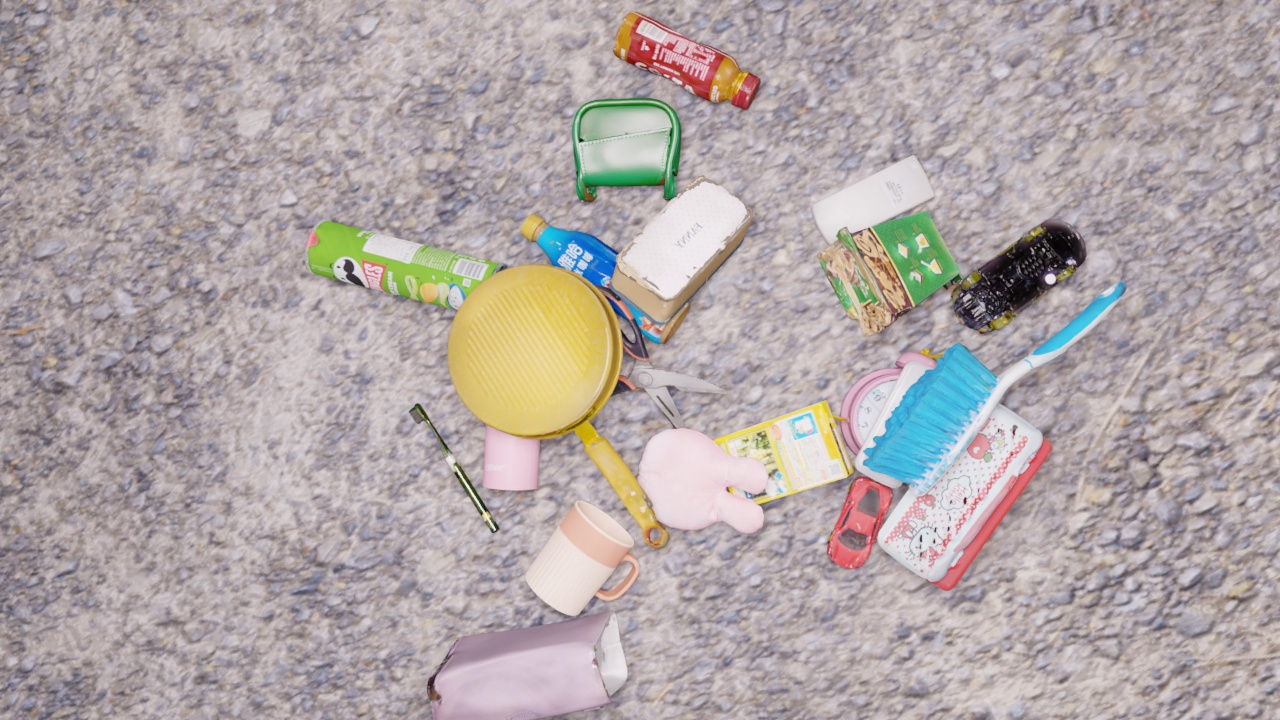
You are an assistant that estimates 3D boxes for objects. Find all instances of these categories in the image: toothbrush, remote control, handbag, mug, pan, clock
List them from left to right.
[{"bbox_3d":[-0.228,0.132,1.121,0.017,0.012,0.186,-35,84,10],"label":"toothbrush"},{"bbox_3d":[-0.122,0.354,1.031,0.197,0.145,0.098,-13,83,7],"label":"handbag"},{"bbox_3d":[-0.074,0.057,1.024,0.198,0.078,0.357,-34,80,8],"label":"pan"},{"bbox_3d":[-0.060,0.237,1.067,0.114,0.081,0.106,35,94,-22],"label":"mug"},{"bbox_3d":[-0.017,-0.248,1.086,0.131,0.068,0.120,1,95,6],"label":"handbag"},{"bbox_3d":[0.268,-0.184,1.065,0.135,0.019,0.056,-27,85,6],"label":"remote control"},{"bbox_3d":[0.284,0.069,0.992,0.056,0.020,0.136,27,92,6],"label":"remote control"},{"bbox_3d":[0.302,0.056,1.031,0.158,0.060,0.117,-35,85,3],"label":"clock"}]

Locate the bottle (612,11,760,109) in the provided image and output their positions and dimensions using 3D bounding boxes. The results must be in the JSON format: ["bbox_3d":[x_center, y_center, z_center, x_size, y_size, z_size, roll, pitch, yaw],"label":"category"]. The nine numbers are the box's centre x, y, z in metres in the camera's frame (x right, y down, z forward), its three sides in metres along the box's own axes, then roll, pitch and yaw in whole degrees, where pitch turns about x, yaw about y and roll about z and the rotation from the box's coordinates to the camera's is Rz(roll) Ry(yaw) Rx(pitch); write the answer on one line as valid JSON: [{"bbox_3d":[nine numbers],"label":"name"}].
[{"bbox_3d":[0.056,-0.350,1.080,0.175,0.057,0.057,28,91,8],"label":"bottle"}]

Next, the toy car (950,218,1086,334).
[{"bbox_3d":[0.424,-0.094,1.030,0.158,0.042,0.070,-36,84,6],"label":"toy car"}]

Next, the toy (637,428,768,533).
[{"bbox_3d":[0.070,0.142,1.046,0.160,0.054,0.121,13,107,26],"label":"toy"}]

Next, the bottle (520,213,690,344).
[{"bbox_3d":[-0.046,-0.102,1.079,0.219,0.065,0.065,34,92,7],"label":"bottle"}]

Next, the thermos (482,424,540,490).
[{"bbox_3d":[-0.140,0.052,1.081,0.087,0.067,0.198,3,88,33],"label":"thermos"}]

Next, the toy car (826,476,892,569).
[{"bbox_3d":[0.250,0.187,1.048,0.049,0.031,0.106,23,93,9],"label":"toy car"}]

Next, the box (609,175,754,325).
[{"bbox_3d":[0.044,-0.122,1.034,0.090,0.062,0.184,40,67,11],"label":"box"}]

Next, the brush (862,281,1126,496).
[{"bbox_3d":[0.366,0.014,0.951,0.109,0.060,0.314,38,91,-1],"label":"brush"}]

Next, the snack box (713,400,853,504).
[{"bbox_3d":[0.160,0.108,1.039,0.141,0.033,0.087,-22,85,24],"label":"snack box"}]

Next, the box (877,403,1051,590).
[{"bbox_3d":[0.347,0.142,1.002,0.101,0.095,0.201,35,92,5],"label":"box"}]

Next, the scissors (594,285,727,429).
[{"bbox_3d":[-0.008,0.007,1.061,0.223,0.015,0.189,4,112,19],"label":"scissors"}]

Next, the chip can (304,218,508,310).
[{"bbox_3d":[-0.281,-0.111,1.107,0.236,0.072,0.072,14,89,7],"label":"chip can"}]

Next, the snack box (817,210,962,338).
[{"bbox_3d":[0.279,-0.104,1.022,0.105,0.118,0.117,-27,85,-7],"label":"snack box"}]
